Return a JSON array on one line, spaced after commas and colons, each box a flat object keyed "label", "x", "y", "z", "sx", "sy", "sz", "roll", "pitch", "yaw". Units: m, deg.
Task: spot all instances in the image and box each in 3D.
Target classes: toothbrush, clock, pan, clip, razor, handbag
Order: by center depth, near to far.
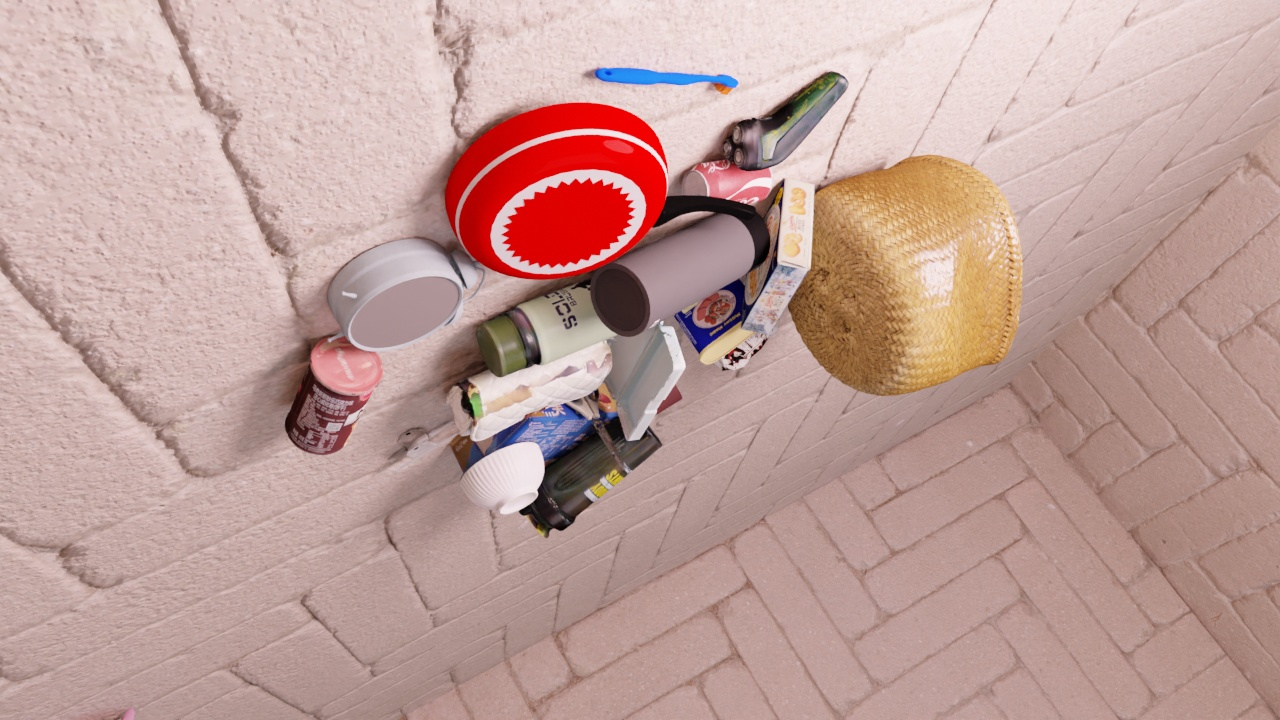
[{"label": "toothbrush", "x": 0.027, "y": -0.257, "z": 0.843, "sx": 0.182, "sy": 0.016, "sz": 0.018, "roll": -13, "pitch": 157, "yaw": -41}, {"label": "clock", "x": -0.223, "y": -0.063, "z": 0.887, "sx": 0.159, "sy": 0.045, "sz": 0.123, "roll": -13, "pitch": 153, "yaw": -37}, {"label": "pan", "x": -0.014, "y": -0.147, "z": 0.893, "sx": 0.355, "sy": 0.067, "sz": 0.210, "roll": 3, "pitch": 146, "yaw": -35}, {"label": "razor", "x": 0.157, "y": -0.260, "z": 0.982, "sx": 0.151, "sy": 0.054, "sz": 0.067, "roll": -40, "pitch": 137, "yaw": 3}, {"label": "handbag", "x": -0.137, "y": 0.033, "z": 1.133, "sx": 0.194, "sy": 0.072, "sz": 0.139, "roll": -23, "pitch": 174, "yaw": -24}, {"label": "clip", "x": -0.287, "y": 0.116, "z": 1.199, "sx": 0.102, "sy": 0.050, "sz": 0.058, "roll": -33, "pitch": 172, "yaw": 0}, {"label": "clock", "x": 0.143, "y": -0.043, "z": 1.336, "sx": 0.114, "sy": 0.065, "sz": 0.154, "roll": -47, "pitch": -164, "yaw": 0}]

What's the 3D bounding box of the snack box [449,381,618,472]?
[{"label": "snack box", "x": -0.146, "y": 0.099, "z": 1.316, "sx": 0.155, "sy": 0.069, "sz": 0.202, "roll": -44, "pitch": 155, "yaw": 27}]

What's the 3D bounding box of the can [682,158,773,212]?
[{"label": "can", "x": 0.097, "y": -0.197, "z": 1.020, "sx": 0.096, "sy": 0.054, "sz": 0.054, "roll": -18, "pitch": 155, "yaw": -33}]

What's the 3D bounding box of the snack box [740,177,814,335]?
[{"label": "snack box", "x": 0.172, "y": -0.130, "z": 1.160, "sx": 0.042, "sy": 0.144, "sz": 0.145, "roll": 14, "pitch": 145, "yaw": -6}]

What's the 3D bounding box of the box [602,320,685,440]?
[{"label": "box", "x": -0.003, "y": 0.007, "z": 1.216, "sx": 0.040, "sy": 0.134, "sz": 0.198, "roll": -8, "pitch": 150, "yaw": -27}]

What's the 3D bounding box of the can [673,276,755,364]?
[{"label": "can", "x": 0.109, "y": -0.066, "z": 1.269, "sx": 0.116, "sy": 0.092, "sz": 0.056, "roll": -37, "pitch": 159, "yaw": 12}]

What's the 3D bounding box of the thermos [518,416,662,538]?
[{"label": "thermos", "x": -0.077, "y": 0.159, "z": 1.324, "sx": 0.221, "sy": 0.098, "sz": 0.098, "roll": -37, "pitch": 159, "yaw": 4}]

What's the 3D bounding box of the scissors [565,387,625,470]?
[{"label": "scissors", "x": -0.072, "y": 0.081, "z": 1.251, "sx": 0.121, "sy": 0.170, "sz": 0.013, "roll": 17, "pitch": 134, "yaw": -28}]

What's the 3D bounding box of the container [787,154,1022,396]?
[{"label": "container", "x": 0.326, "y": -0.106, "z": 1.213, "sx": 0.196, "sy": 0.306, "sz": 0.308, "roll": -20, "pitch": 156, "yaw": -19}]

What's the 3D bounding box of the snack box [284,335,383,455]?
[{"label": "snack box", "x": -0.316, "y": 0.038, "z": 0.942, "sx": 0.072, "sy": 0.072, "sz": 0.122, "roll": -12, "pitch": 152, "yaw": -42}]

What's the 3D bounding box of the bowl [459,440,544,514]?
[{"label": "bowl", "x": -0.177, "y": 0.166, "z": 1.237, "sx": 0.118, "sy": 0.062, "sz": 0.118, "roll": -26, "pitch": 158, "yaw": -12}]

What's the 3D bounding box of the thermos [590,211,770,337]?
[{"label": "thermos", "x": 0.052, "y": -0.107, "z": 1.043, "sx": 0.239, "sy": 0.082, "sz": 0.082, "roll": -31, "pitch": 164, "yaw": -44}]

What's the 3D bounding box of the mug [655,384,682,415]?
[{"label": "mug", "x": 0.010, "y": 0.048, "z": 1.432, "sx": 0.082, "sy": 0.073, "sz": 0.105, "roll": -32, "pitch": -173, "yaw": -2}]

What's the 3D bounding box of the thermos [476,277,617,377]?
[{"label": "thermos", "x": -0.079, "y": -0.050, "z": 1.077, "sx": 0.231, "sy": 0.082, "sz": 0.082, "roll": -24, "pitch": 157, "yaw": -22}]

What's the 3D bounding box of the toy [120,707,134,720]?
[{"label": "toy", "x": -0.880, "y": 0.617, "z": 1.403, "sx": 0.171, "sy": 0.120, "sz": 0.222, "roll": -20, "pitch": 159, "yaw": -5}]
